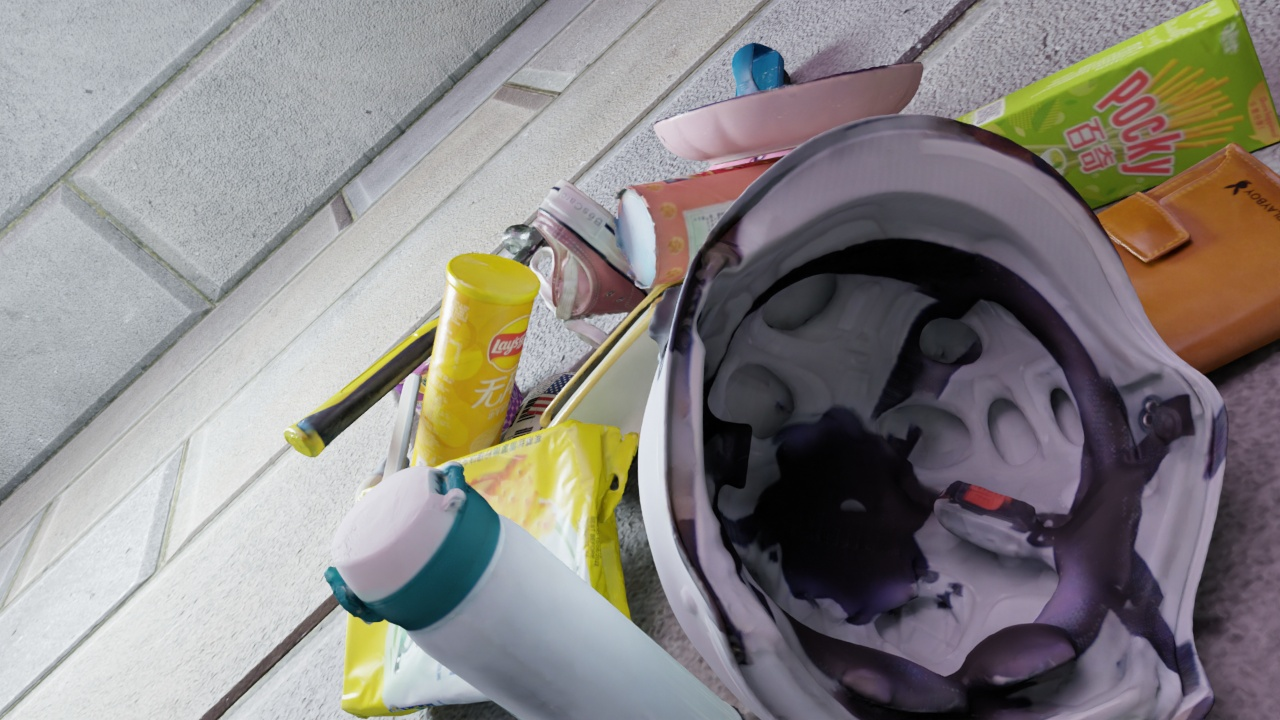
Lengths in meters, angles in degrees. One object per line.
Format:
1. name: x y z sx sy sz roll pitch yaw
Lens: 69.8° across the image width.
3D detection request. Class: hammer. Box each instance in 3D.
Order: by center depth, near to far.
1. hammer: -0.170 -0.031 0.798 0.126 0.032 0.322 1 38 47

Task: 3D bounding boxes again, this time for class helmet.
1. helmet: 0.104 0.041 0.394 0.146 0.229 0.258 120 156 -64

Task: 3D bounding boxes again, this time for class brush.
1. brush: 0.122 -0.290 0.959 0.055 0.073 0.143 -21 34 26

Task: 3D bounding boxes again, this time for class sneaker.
1. sneaker: -0.039 -0.066 0.736 0.088 0.118 0.241 -51 -14 2

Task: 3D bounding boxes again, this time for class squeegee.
1. squeegee: -0.230 0.114 0.815 0.246 0.039 0.246 -147 68 -77

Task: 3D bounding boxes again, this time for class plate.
1. plate: 0.106 -0.172 0.660 0.192 0.039 0.192 -12 10 2

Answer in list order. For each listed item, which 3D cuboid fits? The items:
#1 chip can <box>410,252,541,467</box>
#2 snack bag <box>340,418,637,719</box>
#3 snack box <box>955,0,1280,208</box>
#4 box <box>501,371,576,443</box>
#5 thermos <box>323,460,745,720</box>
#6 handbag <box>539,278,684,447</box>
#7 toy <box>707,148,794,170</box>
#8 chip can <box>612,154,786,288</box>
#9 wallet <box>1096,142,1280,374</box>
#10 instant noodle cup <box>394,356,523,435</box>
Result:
1. chip can: -0.137 0.024 0.733 0.072 0.072 0.214 -105 29 -59
2. snack bag: -0.099 0.141 0.598 0.247 0.068 0.157 -20 61 33
3. snack box: 0.275 -0.136 0.539 0.157 0.086 0.026 -20 33 34
4. box: -0.076 0.078 0.739 0.074 0.064 0.163 -1 45 20
5. thermos: -0.040 0.133 0.413 0.073 0.224 0.073 -32 30 20
6. handbag: -0.004 0.004 0.681 0.164 0.063 0.178 -48 6 21
7. toy: 0.107 -0.148 0.772 0.178 0.074 0.194 -27 27 -1
8. chip can: 0.092 -0.105 0.634 0.214 0.071 0.071 -16 21 -20
9. wallet: 0.263 -0.045 0.457 0.131 0.035 0.119 -31 48 12
10. instant noodle cup: -0.165 0.022 0.846 0.112 0.099 0.111 -23 25 11
